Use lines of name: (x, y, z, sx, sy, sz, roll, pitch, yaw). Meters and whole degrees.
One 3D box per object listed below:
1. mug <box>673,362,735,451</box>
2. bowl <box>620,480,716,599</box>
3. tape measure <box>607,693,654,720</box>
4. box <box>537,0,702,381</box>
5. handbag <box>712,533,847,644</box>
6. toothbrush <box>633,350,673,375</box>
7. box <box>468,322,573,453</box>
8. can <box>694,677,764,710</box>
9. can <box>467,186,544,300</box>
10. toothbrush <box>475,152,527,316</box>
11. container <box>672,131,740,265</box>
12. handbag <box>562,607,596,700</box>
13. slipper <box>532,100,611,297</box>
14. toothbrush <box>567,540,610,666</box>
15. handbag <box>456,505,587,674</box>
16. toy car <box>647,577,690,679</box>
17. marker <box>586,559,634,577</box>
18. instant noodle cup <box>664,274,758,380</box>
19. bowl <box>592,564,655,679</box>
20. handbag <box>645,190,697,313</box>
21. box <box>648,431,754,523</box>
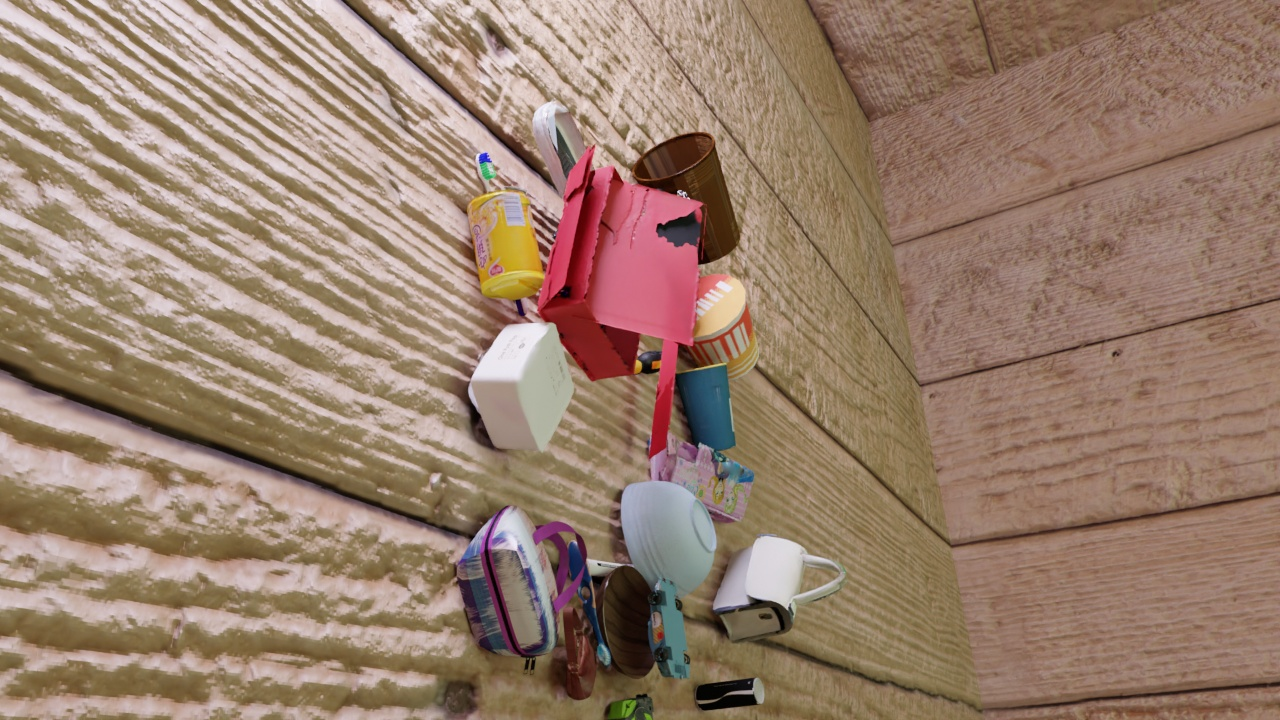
mug: (0.098, 0.070, 1.320, 0.078, 0.078, 0.121, -10, 88, -64)
bowl: (0.044, 0.209, 1.099, 0.150, 0.075, 0.150, 55, 23, -36)
tape measure: (-0.007, 0.385, 0.963, 0.065, 0.036, 0.058, 20, 58, -60)
box: (-0.021, -0.177, 0.900, 0.426, 0.128, 0.212, 103, -3, -53)
handbag: (0.194, 0.299, 1.253, 0.074, 0.176, 0.150, 63, 28, -16)
toothbrush: (-0.007, 0.007, 1.198, 0.196, 0.031, 0.031, -12, 111, -60)
box: (-0.135, 0.027, 0.922, 0.107, 0.102, 0.102, -63, 148, -48)
can: (0.109, 0.410, 1.127, 0.031, 0.081, 0.031, 42, 40, -47)
can: (-0.141, -0.121, 0.960, 0.067, 0.068, 0.105, 8, 68, -62)
toothbrush: (-0.151, -0.139, 1.010, 0.015, 0.016, 0.186, -12, 86, -64)
container: (0.080, -0.245, 1.417, 0.131, 0.132, 0.167, -75, 146, -48)
handbag: (-0.063, 0.271, 0.875, 0.055, 0.029, 0.120, -84, 172, -47)
slipper: (-0.079, -0.179, 1.113, 0.111, 0.063, 0.264, -70, 145, -54)
toothbrush: (-0.054, 0.247, 0.943, 0.017, 0.021, 0.135, 72, -1, -65)
handbag: (-0.097, 0.203, 0.874, 0.169, 0.068, 0.144, -16, 89, -71)
toy car: (0.026, 0.297, 1.012, 0.060, 0.028, 0.107, 36, 39, -52)
marker: (-0.031, 0.234, 1.027, 0.133, 0.017, 0.020, 28, 30, -56)
instant noodle cup: (0.116, -0.042, 1.377, 0.121, 0.124, 0.123, 59, 28, -42)
bowl: (-0.022, 0.285, 0.996, 0.119, 0.032, 0.119, 41, 41, -48)
handbag: (0.046, -0.155, 1.301, 0.125, 0.115, 0.153, 36, 41, -55)
box: (0.093, 0.163, 1.261, 0.230, 0.063, 0.084, 33, 47, -54)
